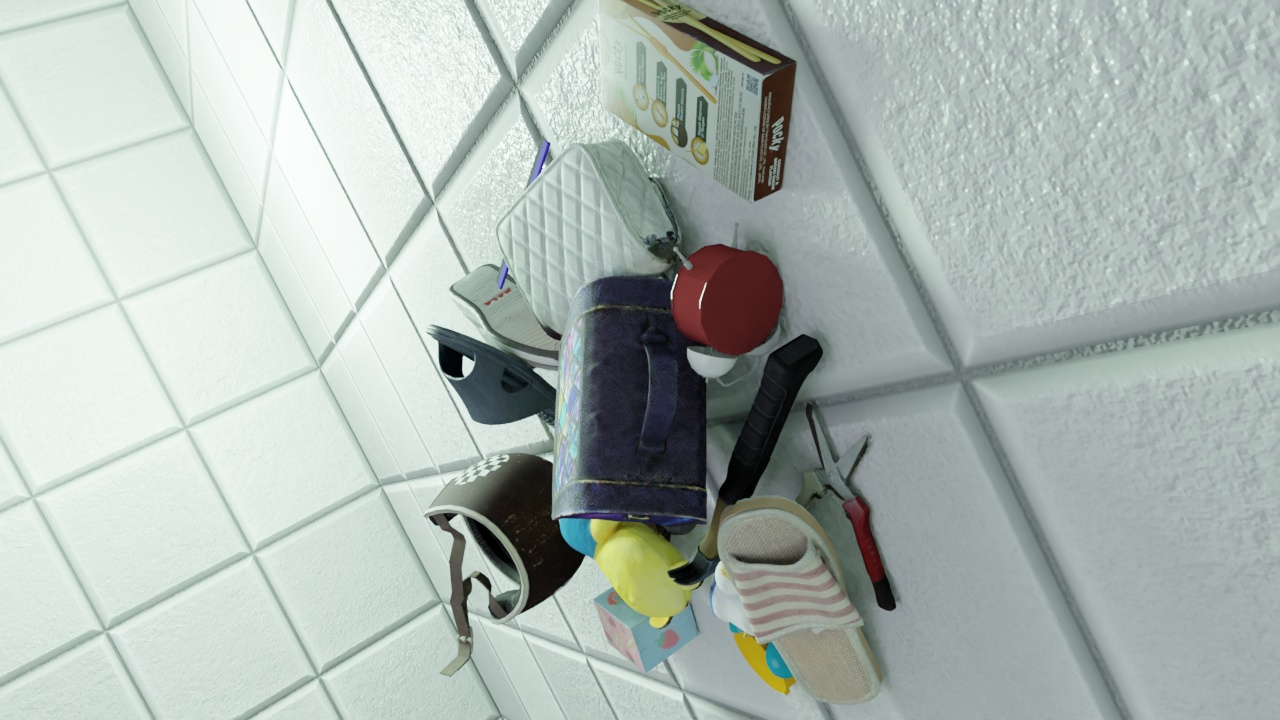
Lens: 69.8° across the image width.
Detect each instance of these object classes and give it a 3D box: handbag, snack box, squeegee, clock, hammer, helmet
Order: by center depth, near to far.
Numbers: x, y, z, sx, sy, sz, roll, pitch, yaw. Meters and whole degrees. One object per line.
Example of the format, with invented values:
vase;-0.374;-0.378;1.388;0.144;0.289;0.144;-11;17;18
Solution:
snack box;0.036;-0.208;0.697;0.186;0.031;0.101;42;147;35
clock;0.070;-0.040;0.736;0.044;0.087;0.125;25;133;52
handbag;-0.008;0.047;0.825;0.222;0.125;0.204;127;146;-68
hammer;0.092;0.104;0.825;0.025;0.117;0.334;44;145;26
handbag;-0.049;-0.112;0.861;0.195;0.072;0.139;-31;85;52
clock;0.112;0.215;0.907;0.052;0.088;0.125;26;139;42
squeegee;-0.082;-0.091;0.997;0.185;0.055;0.250;44;144;10
clock;0.139;0.316;1.009;0.099;0.043;0.130;39;153;39
snack box;0.007;0.338;1.207;0.095;0.092;0.079;19;131;54
helmet;-0.193;0.259;1.306;0.235;0.252;0.233;-27;97;40

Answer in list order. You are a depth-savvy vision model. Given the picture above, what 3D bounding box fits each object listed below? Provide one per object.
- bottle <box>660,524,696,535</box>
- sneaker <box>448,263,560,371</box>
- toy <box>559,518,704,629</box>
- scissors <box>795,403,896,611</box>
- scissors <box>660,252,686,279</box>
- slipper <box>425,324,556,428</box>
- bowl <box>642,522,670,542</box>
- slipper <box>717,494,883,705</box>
bottle;0.021;0.155;1.059;0.112;0.046;0.047;41;147;37
sneaker;-0.140;-0.025;1.138;0.263;0.096;0.129;28;150;47
toy;-0.020;0.223;1.079;0.214;0.083;0.149;43;158;30
scissors;0.166;0.130;0.810;0.180;0.015;0.199;-15;101;63
scissors;-0.008;-0.125;0.878;0.142;0.014;0.165;-9;105;62
slipper;-0.157;0.048;1.101;0.263;0.082;0.101;37;163;-37
bowl;0.004;0.196;1.143;0.119;0.032;0.119;42;148;34
slipper;0.148;0.231;0.826;0.115;0.052;0.263;-13;120;28
